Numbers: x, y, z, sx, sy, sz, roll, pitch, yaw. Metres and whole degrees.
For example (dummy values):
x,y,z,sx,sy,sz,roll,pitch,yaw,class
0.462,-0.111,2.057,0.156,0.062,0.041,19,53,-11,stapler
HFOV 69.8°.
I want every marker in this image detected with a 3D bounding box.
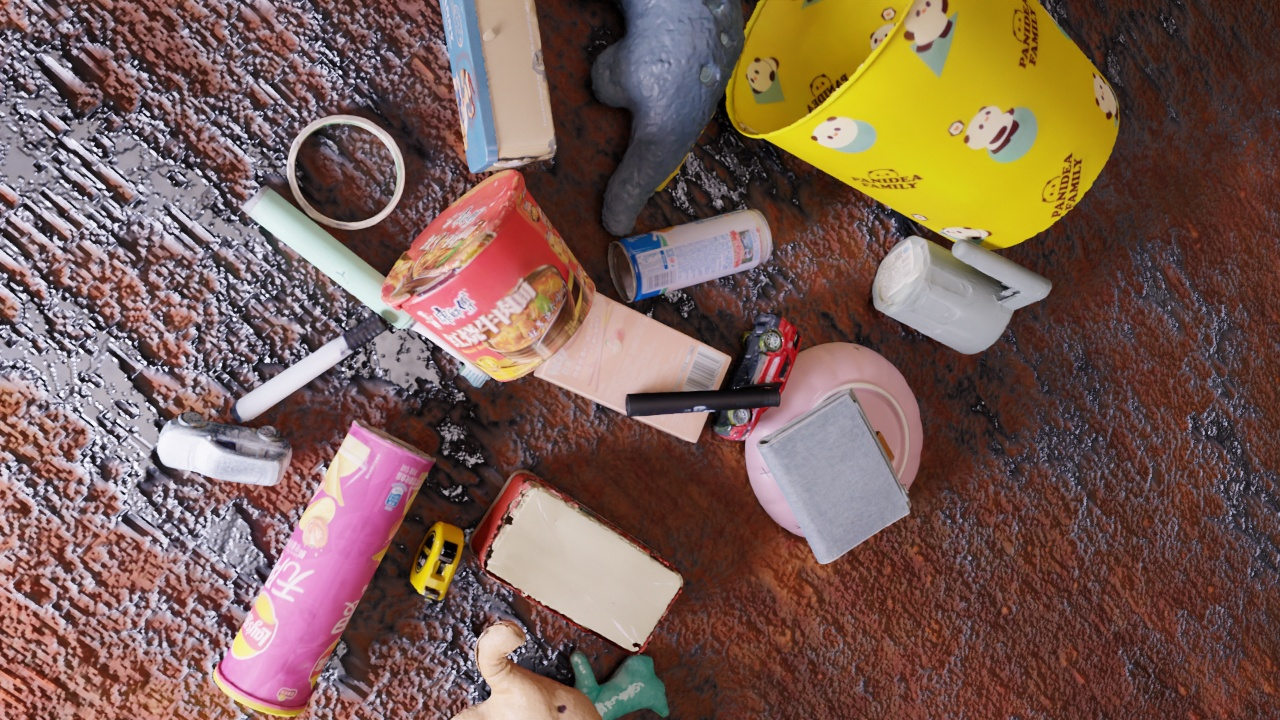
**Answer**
x,y,z,sx,sy,sz,roll,pitch,yaw,class
-0.249,0.006,0.693,0.130,0.023,0.018,-34,79,-7,marker
0.053,0.033,0.774,0.132,0.020,0.022,-3,73,-8,marker

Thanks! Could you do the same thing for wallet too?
x,y,z,sx,sy,sz,roll,pitch,yaw,class
0.176,0.101,0.820,0.106,0.037,0.130,-30,104,-4,wallet

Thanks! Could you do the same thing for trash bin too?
x,y,z,sx,sy,sz,roll,pitch,yaw,class
0.242,-0.230,0.770,0.255,0.230,0.229,25,85,-27,trash bin

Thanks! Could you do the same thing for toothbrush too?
x,y,z,sx,sy,sz,roll,pitch,yaw,class
-0.204,-0.053,0.709,0.224,0.026,0.027,40,108,-20,toothbrush

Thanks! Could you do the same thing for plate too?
x,y,z,sx,sy,sz,roll,pitch,yaw,class
0.192,0.079,0.865,0.192,0.039,0.192,-2,95,-21,plate

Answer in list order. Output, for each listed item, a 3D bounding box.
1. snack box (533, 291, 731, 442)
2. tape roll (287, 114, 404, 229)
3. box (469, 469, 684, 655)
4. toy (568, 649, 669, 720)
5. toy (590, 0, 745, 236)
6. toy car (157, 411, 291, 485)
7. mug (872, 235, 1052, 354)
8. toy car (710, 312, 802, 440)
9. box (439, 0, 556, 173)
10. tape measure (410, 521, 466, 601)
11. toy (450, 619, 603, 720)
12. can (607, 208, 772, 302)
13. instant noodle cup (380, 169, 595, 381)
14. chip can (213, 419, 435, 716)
x,y,z,sx,sy,sz,roll,pitch,yaw,class
-0.005,0.005,0.790,0.157,0.026,0.084,25,86,-21,snack box
-0.224,-0.143,0.699,0.085,0.014,0.086,-2,95,-21,tape roll
-0.048,0.168,0.760,0.168,0.077,0.091,36,82,-21,box
-0.025,0.289,0.805,0.091,0.030,0.096,-23,100,-20,toy
0.014,-0.285,0.747,0.138,0.091,0.356,-6,96,7,toy
-0.303,0.068,0.670,0.090,0.034,0.043,15,117,-21,toy car
0.293,-0.068,0.850,0.103,0.124,0.083,22,65,-19,mug
0.104,0.017,0.819,0.045,0.053,0.120,27,87,-16,toy car
-0.112,-0.237,0.696,0.059,0.090,0.184,-13,97,-19,box
-0.158,0.158,0.727,0.029,0.060,0.057,26,79,-21,tape measure
-0.090,0.321,0.753,0.143,0.082,0.226,4,92,-11,toy
0.043,-0.092,0.786,0.134,0.053,0.053,-17,100,-19,can
-0.108,-0.060,0.695,0.137,0.138,0.108,-49,118,-11,instant noodle cup
-0.235,0.152,0.689,0.071,0.071,0.210,29,84,-21,chip can
